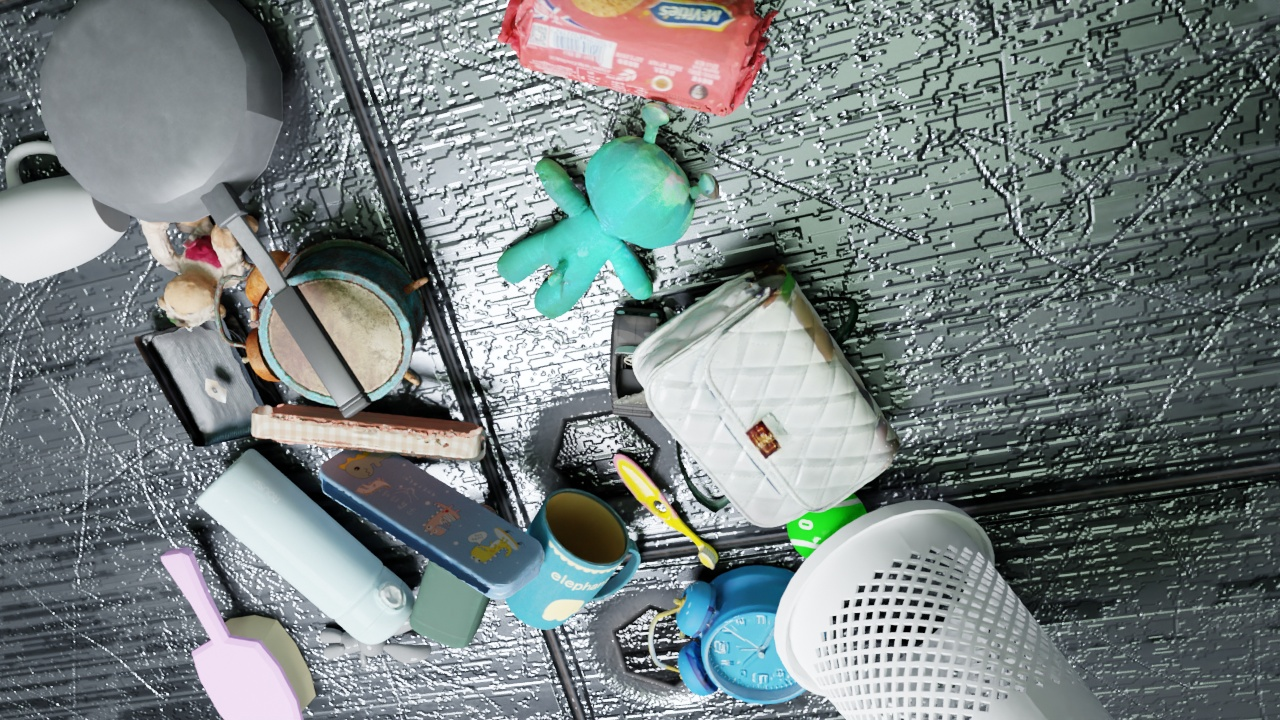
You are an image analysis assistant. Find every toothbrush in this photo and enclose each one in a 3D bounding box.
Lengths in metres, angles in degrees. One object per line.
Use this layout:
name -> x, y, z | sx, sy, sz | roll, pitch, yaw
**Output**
toothbrush -> 0.022, 0.130, 0.787 | 0.021, 0.016, 0.135 | -35, 105, 25

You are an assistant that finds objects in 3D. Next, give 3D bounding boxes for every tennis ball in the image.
tennis ball -> 0.152, 0.133, 0.743 | 0.065, 0.065, 0.065 | 3, 114, 7

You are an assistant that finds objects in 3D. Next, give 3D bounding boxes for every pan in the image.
pan -> -0.296, -0.114, 0.646 | 0.179, 0.041, 0.357 | -34, 88, 8

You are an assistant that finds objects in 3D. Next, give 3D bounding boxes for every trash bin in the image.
trash bin -> 0.230, 0.240, 0.670 | 0.195, 0.199, 0.196 | -9, 120, -16

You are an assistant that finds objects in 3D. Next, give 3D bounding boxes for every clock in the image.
clock -> 0.088, 0.243, 0.803 | 0.161, 0.060, 0.117 | -3, 114, 6
clock -> -0.250, -0.033, 0.720 | 0.157, 0.073, 0.121 | 7, 116, -8

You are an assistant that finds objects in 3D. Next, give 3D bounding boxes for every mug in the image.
mug -> -0.460, -0.125, 0.720 | 0.089, 0.071, 0.107 | -16, 83, 5
mug -> -0.056, 0.178, 0.792 | 0.112, 0.084, 0.104 | 15, 123, -31

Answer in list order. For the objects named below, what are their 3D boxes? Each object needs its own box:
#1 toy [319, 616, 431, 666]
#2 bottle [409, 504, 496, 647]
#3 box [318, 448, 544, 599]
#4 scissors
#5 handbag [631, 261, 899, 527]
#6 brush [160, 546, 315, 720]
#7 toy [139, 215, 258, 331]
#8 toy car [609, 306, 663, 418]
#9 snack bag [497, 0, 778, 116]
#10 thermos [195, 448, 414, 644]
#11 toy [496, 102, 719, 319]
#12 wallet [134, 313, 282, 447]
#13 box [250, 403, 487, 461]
toy -> -0.258, 0.270, 0.882 | 0.112, 0.030, 0.049 | -8, 98, 17
bottle -> -0.156, 0.184, 0.811 | 0.061, 0.061, 0.131 | 22, 115, 0
box -> -0.173, 0.123, 0.748 | 0.210, 0.065, 0.037 | 24, 121, 24
scissors -> 0.085, 0.028, 0.724 | 0.202, 0.015, 0.202 | -20, 123, 6
handbag -> 0.095, 0.036, 0.679 | 0.139, 0.072, 0.195 | -34, 121, 12
brush -> -0.396, 0.270, 0.894 | 0.089, 0.043, 0.229 | -11, 112, 13
toy -> -0.352, -0.073, 0.715 | 0.085, 0.074, 0.106 | 16, 106, -6
toy car -> -0.004, 0.004, 0.722 | 0.040, 0.037, 0.092 | 5, 115, 6
snack bag -> -0.004, -0.214, 0.606 | 0.176, 0.082, 0.082 | 14, 115, 1
thermos -> -0.294, 0.171, 0.823 | 0.207, 0.065, 0.078 | 46, 131, -12
toy -> -0.027, -0.098, 0.666 | 0.194, 0.072, 0.130 | -37, 105, 30
wallet -> -0.366, 0.017, 0.785 | 0.089, 0.026, 0.115 | -13, 112, 13
box -> -0.222, 0.059, 0.758 | 0.187, 0.085, 0.048 | 7, 90, -2
